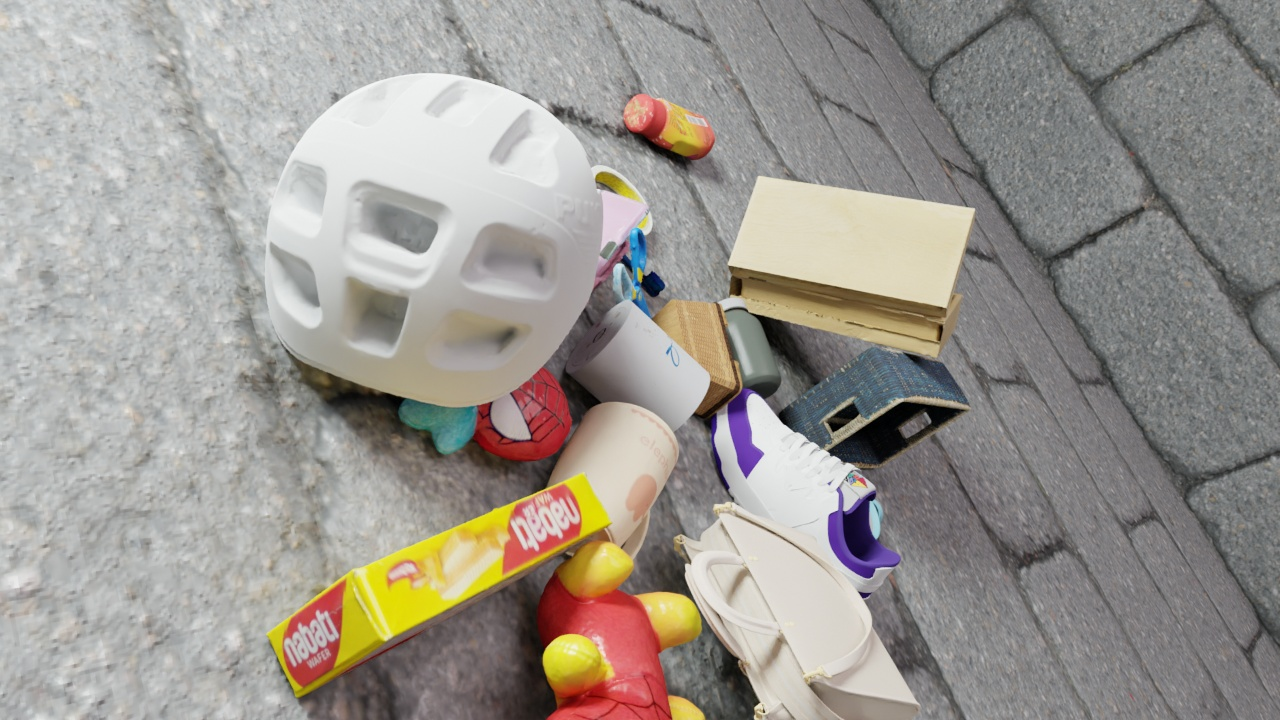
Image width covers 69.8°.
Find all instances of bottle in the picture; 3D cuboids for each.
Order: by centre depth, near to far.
[{"bbox_3d":[0.109,-0.011,0.988,0.060,0.060,0.108,14,49,-45],"label":"bottle"},{"bbox_3d":[0.037,-0.302,1.180,0.134,0.049,0.071,7,54,-49],"label":"bottle"}]

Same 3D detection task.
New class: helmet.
[{"bbox_3d":[-0.132,-0.105,0.657,0.224,0.184,0.281,25,24,1],"label":"helmet"}]

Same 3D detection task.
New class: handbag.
[{"bbox_3d":[0.098,0.194,0.699,0.197,0.101,0.194,34,19,-40],"label":"handbag"}]

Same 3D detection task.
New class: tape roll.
[{"bbox_3d":[-0.027,-0.170,1.003,0.094,0.019,0.093,33,38,-30],"label":"tape roll"}]

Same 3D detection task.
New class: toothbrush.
[{"bbox_3d":[-0.041,-0.140,0.958,0.190,0.017,0.016,47,32,-11],"label":"toothbrush"}]

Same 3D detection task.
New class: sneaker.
[{"bbox_3d":[0.161,0.120,0.882,0.091,0.111,0.244,-9,67,-54],"label":"sneaker"}]

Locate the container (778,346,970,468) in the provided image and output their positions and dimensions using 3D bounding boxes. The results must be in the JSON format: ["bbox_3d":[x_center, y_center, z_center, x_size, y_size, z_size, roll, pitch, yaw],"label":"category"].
[{"bbox_3d":[0.268,0.057,1.047,0.187,0.146,0.071,8,50,-48],"label":"container"}]

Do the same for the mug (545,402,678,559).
[{"bbox_3d":[-0.023,0.106,0.703,0.104,0.085,0.111,-57,137,-46],"label":"mug"}]

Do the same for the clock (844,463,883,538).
[{"bbox_3d":[0.232,0.156,1.006,0.087,0.042,0.122,49,34,-7],"label":"clock"}]

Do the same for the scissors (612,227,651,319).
[{"bbox_3d":[-0.006,-0.056,0.862,0.108,0.018,0.131,-49,141,-57],"label":"scissors"}]

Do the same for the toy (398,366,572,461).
[{"bbox_3d":[-0.112,0.029,0.673,0.132,0.062,0.092,10,44,-33],"label":"toy"}]

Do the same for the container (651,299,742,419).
[{"bbox_3d":[0.050,-0.007,0.913,0.061,0.063,0.113,17,47,-33],"label":"container"}]

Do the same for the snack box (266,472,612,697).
[{"bbox_3d":[-0.109,0.127,0.550,0.200,0.092,0.042,-16,73,-56],"label":"snack box"}]

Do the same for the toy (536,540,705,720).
[{"bbox_3d":[-0.018,0.227,0.567,0.147,0.099,0.215,37,34,-28],"label":"toy"}]

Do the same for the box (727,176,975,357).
[{"bbox_3d":[0.236,-0.100,1.053,0.141,0.249,0.179,-54,148,-42],"label":"box"}]

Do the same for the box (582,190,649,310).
[{"bbox_3d":[-0.064,-0.102,0.836,0.099,0.080,0.231,48,33,-10],"label":"box"}]

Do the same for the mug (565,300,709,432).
[{"bbox_3d":[-0.005,0.005,0.823,0.096,0.083,0.119,42,6,-17],"label":"mug"}]
